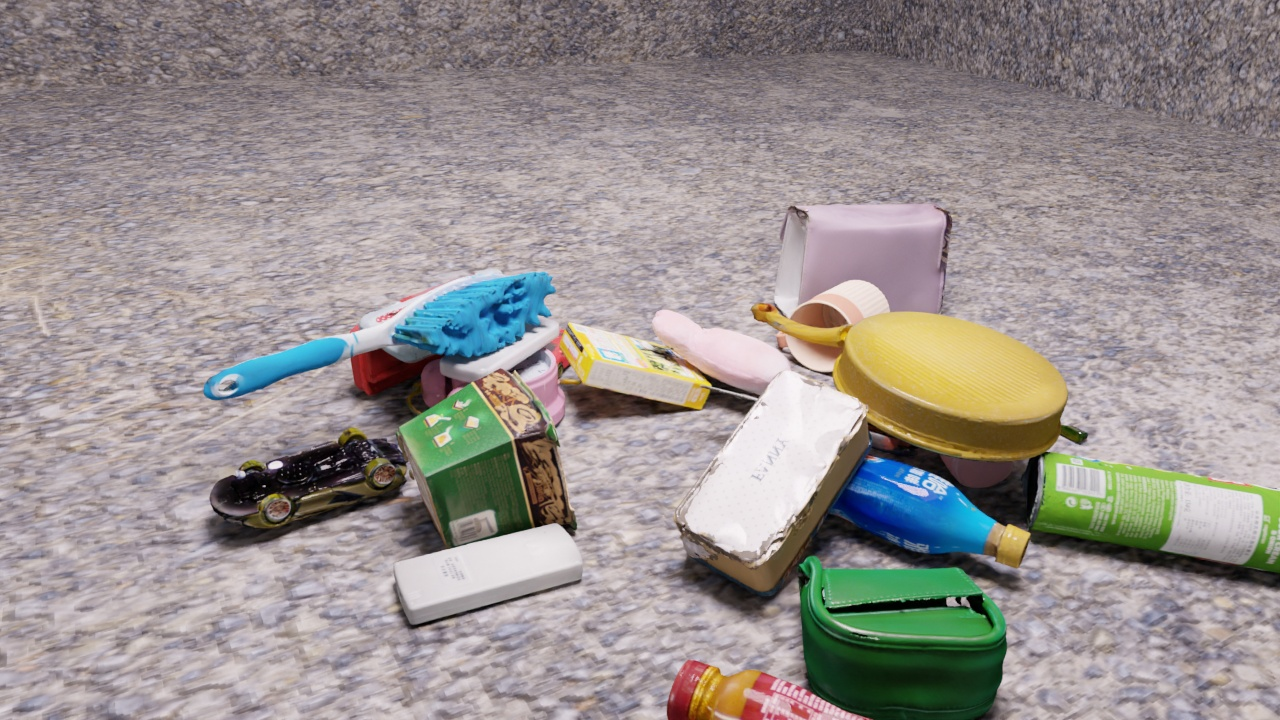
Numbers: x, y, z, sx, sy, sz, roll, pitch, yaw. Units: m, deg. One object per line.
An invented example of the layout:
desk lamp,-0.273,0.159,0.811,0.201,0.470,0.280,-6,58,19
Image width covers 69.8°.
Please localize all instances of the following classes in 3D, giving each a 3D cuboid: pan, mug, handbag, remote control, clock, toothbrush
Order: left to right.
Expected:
clock,-0.148,0.030,0.889,0.158,0.060,0.117,-17,32,-31
remote control,-0.112,0.157,0.684,0.135,0.019,0.056,-10,29,-24
remote control,-0.133,-0.012,0.884,0.056,0.020,0.135,13,28,24
mug,0.215,-0.039,1.053,0.115,0.081,0.105,-14,9,42
handbag,0.275,-0.124,1.143,0.197,0.145,0.098,-2,30,-12
pan,0.226,-0.005,0.871,0.197,0.078,0.357,-11,34,-31
handbag,0.173,0.181,0.622,0.131,0.068,0.120,2,19,1
toothbrush,0.387,0.041,0.973,0.017,0.012,0.186,-9,28,-34

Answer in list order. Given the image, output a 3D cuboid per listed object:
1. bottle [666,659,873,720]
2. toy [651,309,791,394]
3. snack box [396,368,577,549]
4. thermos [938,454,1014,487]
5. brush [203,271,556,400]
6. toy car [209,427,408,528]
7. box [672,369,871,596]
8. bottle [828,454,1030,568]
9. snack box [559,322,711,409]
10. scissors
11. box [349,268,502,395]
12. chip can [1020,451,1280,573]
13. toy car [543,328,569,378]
bottle,0.101,0.223,0.530,0.175,0.057,0.057,16,29,24
toy,0.085,-0.010,0.964,0.159,0.054,0.121,25,12,2
snack box,-0.126,0.087,0.739,0.105,0.118,0.117,-22,34,-19
thermos,0.297,0.044,0.888,0.087,0.067,0.198,27,26,-9
brush,-0.218,-0.021,0.821,0.110,0.060,0.313,13,29,36
toy car,-0.270,0.100,0.757,0.157,0.042,0.070,-15,32,-33
box,0.109,0.087,0.718,0.090,0.062,0.183,26,61,32
bottle,0.203,0.113,0.751,0.219,0.065,0.065,19,31,29
snack box,-0.006,0.005,0.934,0.140,0.034,0.087,11,21,-27
scissors,0.163,0.054,0.843,0.222,0.015,0.189,15,3,-2
box,-0.195,-0.028,0.957,0.102,0.095,0.200,18,30,31
chip can,0.439,0.124,0.745,0.236,0.072,0.072,9,27,12
toy car,-0.095,-0.013,1.013,0.049,0.031,0.106,14,27,19
